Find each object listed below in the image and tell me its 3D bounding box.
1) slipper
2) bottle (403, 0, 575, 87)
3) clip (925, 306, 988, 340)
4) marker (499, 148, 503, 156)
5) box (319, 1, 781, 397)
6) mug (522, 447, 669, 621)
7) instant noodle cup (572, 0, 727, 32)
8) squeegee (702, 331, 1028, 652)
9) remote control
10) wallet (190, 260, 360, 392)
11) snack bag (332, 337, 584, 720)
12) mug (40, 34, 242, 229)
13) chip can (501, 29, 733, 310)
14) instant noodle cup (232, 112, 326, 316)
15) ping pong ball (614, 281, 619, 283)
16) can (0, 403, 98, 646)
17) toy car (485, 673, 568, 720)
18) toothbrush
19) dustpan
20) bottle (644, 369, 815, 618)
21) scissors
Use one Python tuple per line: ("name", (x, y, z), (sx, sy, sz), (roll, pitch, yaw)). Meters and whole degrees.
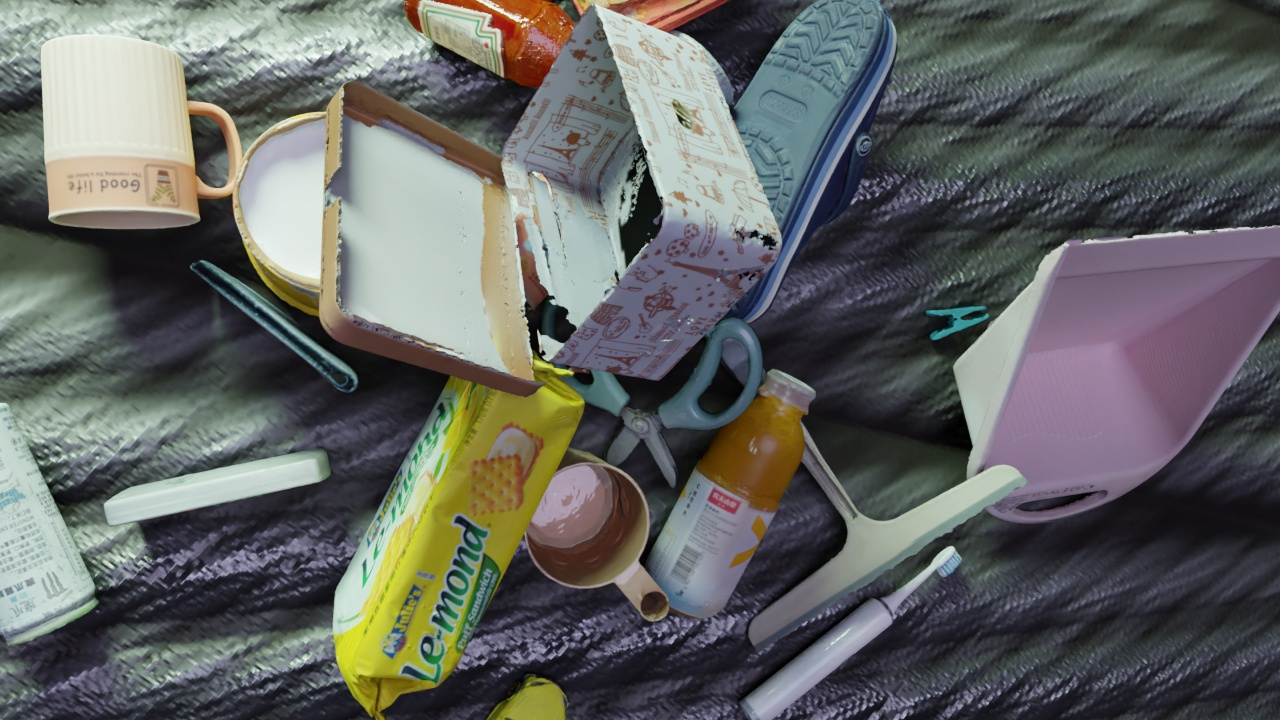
("slipper", (0.109, -0.144, 0.684), (0.095, 0.105, 0.253), (19, 100, -48))
("bottle", (-0.061, -0.209, 0.617), (0.206, 0.060, 0.059), (29, 85, 10))
("clip", (0.264, -0.034, 0.761), (0.056, 0.015, 0.049), (-15, 93, -11))
("marker", (-0.085, -0.162, 0.672), (0.018, 0.015, 0.124), (37, 86, -8))
("box", (-0.064, -0.097, 0.498), (0.193, 0.157, 0.183), (11, 48, -34))
("mug", (-0.034, 0.121, 0.651), (0.084, 0.103, 0.124), (-40, 101, -9))
("instant noodle cup", (-0.003, -0.324, 0.652), (0.164, 0.079, 0.189), (-29, 97, -10))
("squeegee", (0.121, 0.061, 0.719), (0.247, 0.039, 0.246), (-36, 93, 10))
("remote control", (-0.279, 0.084, 0.615), (0.135, 0.056, 0.019), (-11, 95, -13))
("wallet", (-0.233, -0.021, 0.600), (0.121, 0.097, 0.019), (40, 79, -12))
("snack bag", (-0.122, 0.097, 0.602), (0.068, 0.158, 0.246), (29, 86, -20))
("mug", (-0.317, -0.142, 0.590), (0.114, 0.082, 0.106), (-5, 92, -40))
("chip can", (-0.030, -0.136, 0.658), (0.071, 0.071, 0.214), (44, 83, -11))
("instant noodle cup", (-0.199, -0.096, 0.599), (0.138, 0.110, 0.138), (0, 91, -13))
("ping pong ball", (-0.012, -0.039, 0.681), (0.040, 0.040, 0.040), (-1, 92, -14))
("can", (-0.405, 0.103, 0.585), (0.058, 0.058, 0.147), (-22, 97, -12))
("toy car", (-0.095, 0.284, 0.680), (0.048, 0.032, 0.105), (41, 81, -11))
("toothbrush", (0.174, 0.220, 0.745), (0.220, 0.027, 0.026), (-35, 94, -10))
("dustpan", (0.365, 0.024, 0.694), (0.222, 0.274, 0.138), (-7, 69, -10))
("bottle", (0.069, 0.097, 0.675), (0.068, 0.068, 0.190), (24, 100, -13))
("scissors", (-0.004, 0.004, 0.659), (0.178, 0.019, 0.171), (43, 124, 4))
